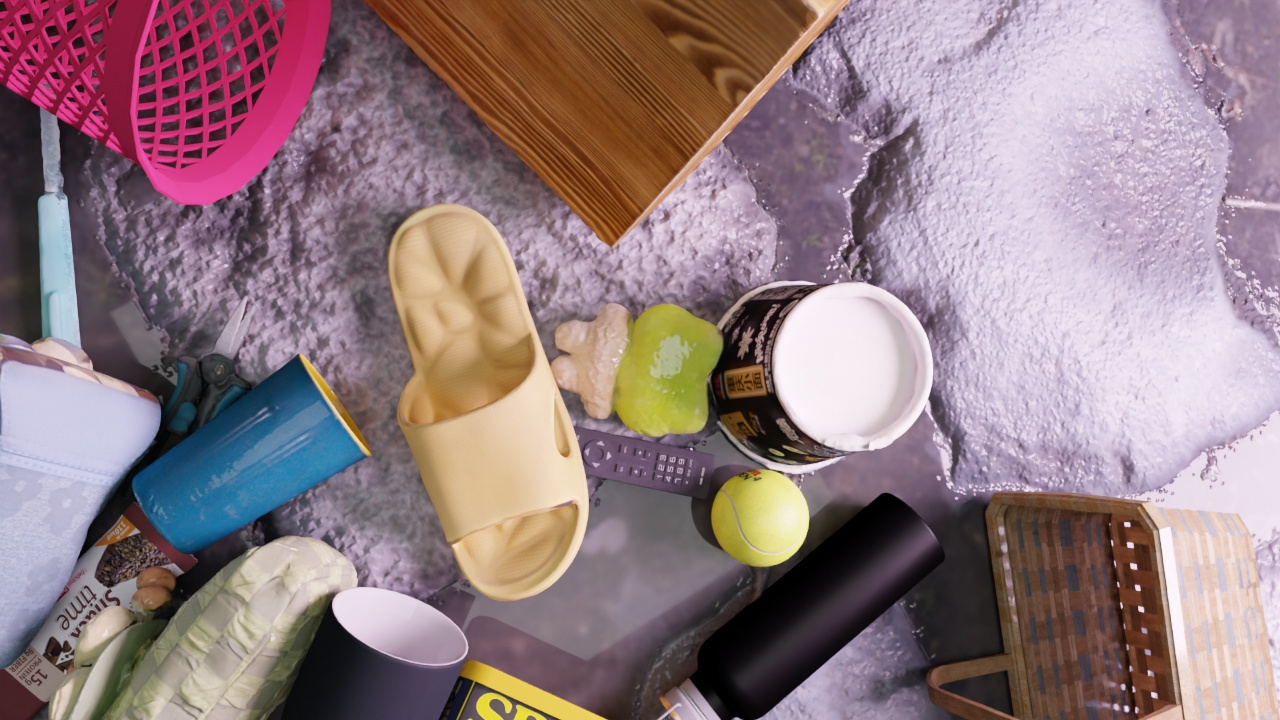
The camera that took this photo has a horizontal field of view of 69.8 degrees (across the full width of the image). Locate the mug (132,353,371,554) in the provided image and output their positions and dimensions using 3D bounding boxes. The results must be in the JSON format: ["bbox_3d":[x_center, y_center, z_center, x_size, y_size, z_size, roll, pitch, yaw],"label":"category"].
[{"bbox_3d":[-0.240,0.061,0.566,0.121,0.078,0.078,-35,92,-12],"label":"mug"}]

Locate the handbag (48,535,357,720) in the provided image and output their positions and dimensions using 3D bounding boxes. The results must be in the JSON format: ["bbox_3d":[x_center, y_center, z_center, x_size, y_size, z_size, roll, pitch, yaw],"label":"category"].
[{"bbox_3d":[-0.267,0.173,0.549,0.117,0.113,0.186,37,79,4],"label":"handbag"}]

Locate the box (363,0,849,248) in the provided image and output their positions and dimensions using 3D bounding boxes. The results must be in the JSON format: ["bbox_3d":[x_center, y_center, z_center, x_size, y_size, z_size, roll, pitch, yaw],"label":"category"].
[{"bbox_3d":[0.028,-0.309,0.574,0.279,0.283,0.314,46,54,-3],"label":"box"}]

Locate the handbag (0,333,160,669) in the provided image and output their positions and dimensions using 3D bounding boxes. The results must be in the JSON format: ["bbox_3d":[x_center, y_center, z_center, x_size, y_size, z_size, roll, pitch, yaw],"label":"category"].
[{"bbox_3d":[-0.380,0.077,0.534,0.119,0.121,0.192,27,87,29],"label":"handbag"}]

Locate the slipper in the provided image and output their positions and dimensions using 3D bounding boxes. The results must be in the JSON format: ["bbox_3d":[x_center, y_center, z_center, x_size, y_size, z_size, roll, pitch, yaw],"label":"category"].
[{"bbox_3d":[-0.102,0.024,0.585,0.099,0.078,0.263,-16,86,3],"label":"slipper"}]

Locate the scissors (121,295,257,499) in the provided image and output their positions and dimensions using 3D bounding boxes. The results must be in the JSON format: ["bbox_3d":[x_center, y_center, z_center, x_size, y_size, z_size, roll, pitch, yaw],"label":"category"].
[{"bbox_3d":[-0.292,0.030,0.592,0.140,0.019,0.128,-23,92,-9],"label":"scissors"}]

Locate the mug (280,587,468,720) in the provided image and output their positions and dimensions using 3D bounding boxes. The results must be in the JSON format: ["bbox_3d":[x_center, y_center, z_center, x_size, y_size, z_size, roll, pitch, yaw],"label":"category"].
[{"bbox_3d":[-0.165,0.192,0.553,0.085,0.122,0.094,23,94,-24],"label":"mug"}]

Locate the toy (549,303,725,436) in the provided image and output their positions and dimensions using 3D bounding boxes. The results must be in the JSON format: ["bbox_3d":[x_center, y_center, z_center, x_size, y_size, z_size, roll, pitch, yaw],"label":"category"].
[{"bbox_3d":[-0.004,0.004,0.624,0.115,0.046,0.092,11,97,3],"label":"toy"}]

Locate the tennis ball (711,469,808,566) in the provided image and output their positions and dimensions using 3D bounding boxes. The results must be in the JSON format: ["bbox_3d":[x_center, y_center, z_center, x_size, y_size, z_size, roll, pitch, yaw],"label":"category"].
[{"bbox_3d":[0.081,0.106,0.621,0.065,0.065,0.065,1,87,-9],"label":"tennis ball"}]

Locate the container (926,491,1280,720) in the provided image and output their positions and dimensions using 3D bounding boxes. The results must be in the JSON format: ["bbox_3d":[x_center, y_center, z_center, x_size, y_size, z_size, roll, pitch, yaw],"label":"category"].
[{"bbox_3d":[0.297,0.213,0.605,0.186,0.158,0.250,-7,88,-20],"label":"container"}]

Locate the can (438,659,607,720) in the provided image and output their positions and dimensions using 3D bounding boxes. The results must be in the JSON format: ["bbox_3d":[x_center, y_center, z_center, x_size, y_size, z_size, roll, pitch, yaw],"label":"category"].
[{"bbox_3d":[-0.073,0.264,0.570,0.135,0.075,0.104,27,65,-6],"label":"can"}]

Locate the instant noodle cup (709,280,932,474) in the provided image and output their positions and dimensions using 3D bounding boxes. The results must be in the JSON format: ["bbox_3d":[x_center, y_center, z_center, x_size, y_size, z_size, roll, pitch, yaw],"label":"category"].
[{"bbox_3d":[0.121,0.006,0.610,0.137,0.112,0.137,1,86,-9],"label":"instant noodle cup"}]

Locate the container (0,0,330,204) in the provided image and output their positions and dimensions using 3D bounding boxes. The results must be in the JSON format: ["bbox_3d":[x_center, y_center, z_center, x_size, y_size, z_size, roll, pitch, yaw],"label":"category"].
[{"bbox_3d":[-0.331,-0.222,0.533,0.226,0.183,0.183,25,83,1],"label":"container"}]

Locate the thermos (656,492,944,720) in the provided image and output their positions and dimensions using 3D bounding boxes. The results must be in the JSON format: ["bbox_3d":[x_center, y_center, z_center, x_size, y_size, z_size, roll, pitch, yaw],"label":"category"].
[{"bbox_3d":[0.099,0.185,0.622,0.231,0.061,0.061,-37,93,-9],"label":"thermos"}]

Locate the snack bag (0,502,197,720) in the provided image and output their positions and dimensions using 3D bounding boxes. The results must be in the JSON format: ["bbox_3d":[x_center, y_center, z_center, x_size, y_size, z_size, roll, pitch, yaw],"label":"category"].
[{"bbox_3d":[-0.356,0.164,0.575,0.158,0.013,0.057,-44,95,-5],"label":"snack bag"}]

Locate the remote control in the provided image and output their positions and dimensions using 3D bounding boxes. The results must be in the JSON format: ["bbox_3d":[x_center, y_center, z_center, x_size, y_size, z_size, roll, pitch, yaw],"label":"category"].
[{"bbox_3d":[-0.017,0.067,0.634,0.136,0.015,0.032,12,85,-5],"label":"remote control"}]

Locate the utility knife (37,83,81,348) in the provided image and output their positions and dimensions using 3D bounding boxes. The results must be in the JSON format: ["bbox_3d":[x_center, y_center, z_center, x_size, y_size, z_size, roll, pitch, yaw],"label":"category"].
[{"bbox_3d":[-0.377,-0.093,0.589,0.022,0.016,0.179,-4,89,-10],"label":"utility knife"}]
